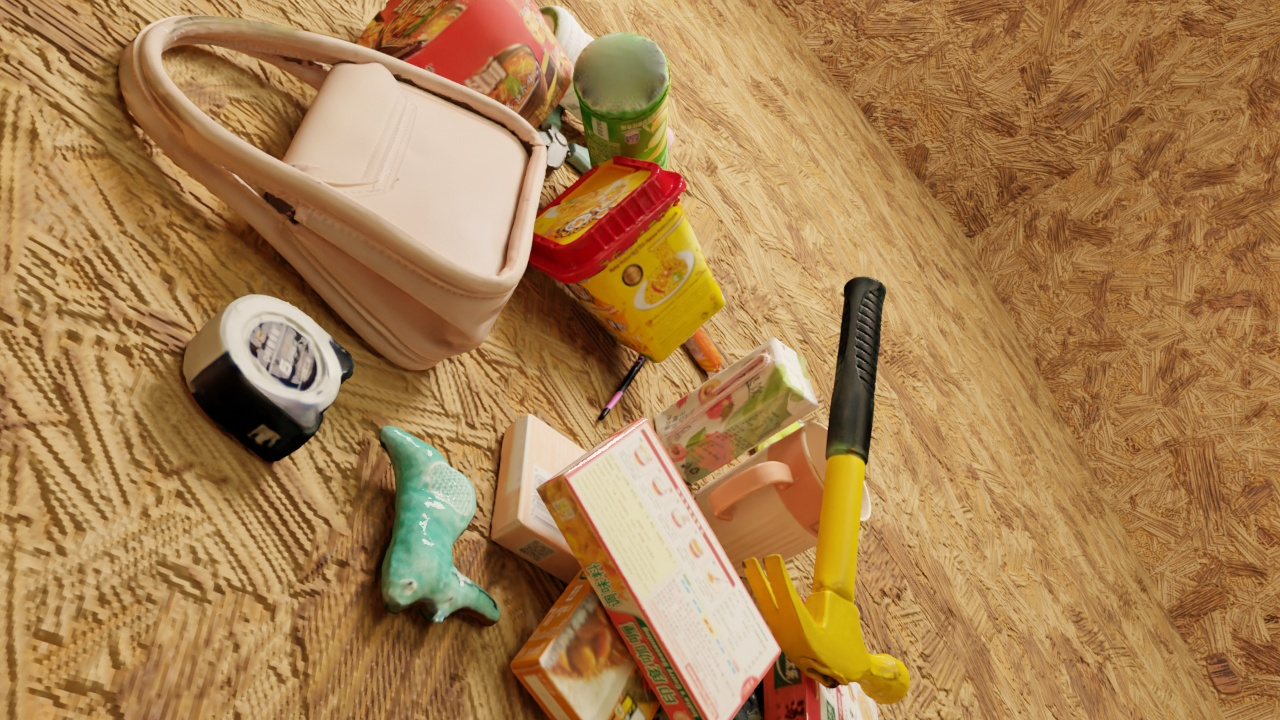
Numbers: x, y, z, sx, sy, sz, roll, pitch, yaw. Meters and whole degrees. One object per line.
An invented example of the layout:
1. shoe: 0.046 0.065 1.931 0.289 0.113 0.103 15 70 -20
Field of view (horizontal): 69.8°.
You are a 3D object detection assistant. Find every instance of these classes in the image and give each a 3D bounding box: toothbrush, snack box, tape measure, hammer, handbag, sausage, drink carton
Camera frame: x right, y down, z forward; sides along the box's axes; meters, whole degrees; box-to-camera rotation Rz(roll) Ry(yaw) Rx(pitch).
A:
1. toothbrush: -0.004 0.004 0.731 0.018 0.014 0.188 43 27 -3
2. snack box: -0.004 0.140 0.508 0.075 0.026 0.153 56 40 -12
3. snack box: -0.022 0.106 0.564 0.157 0.026 0.084 39 31 -30
4. snack box: 0.116 0.241 0.598 0.127 0.044 0.113 54 24 -26
5. tape measure: -0.172 0.004 0.422 0.066 0.034 0.065 47 25 -21
6. hammer: 0.140 0.067 0.623 0.128 0.033 0.299 33 54 -27
7. snack box: 0.013 0.115 0.493 0.076 0.027 0.156 -32 93 -49
8. handbag: -0.173 -0.119 0.529 0.234 0.094 0.193 31 34 -26
9. sausage: 0.026 -0.054 0.840 0.165 0.021 0.021 55 26 -1
10. drink carton: 0.068 0.038 0.688 0.045 0.123 0.053 32 35 -36

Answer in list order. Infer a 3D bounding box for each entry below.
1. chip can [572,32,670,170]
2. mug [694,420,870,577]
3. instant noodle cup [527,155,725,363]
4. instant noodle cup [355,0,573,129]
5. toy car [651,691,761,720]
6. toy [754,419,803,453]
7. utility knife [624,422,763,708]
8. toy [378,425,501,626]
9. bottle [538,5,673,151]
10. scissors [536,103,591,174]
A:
1. chip can: -0.011 -0.181 0.753 0.072 0.072 0.221 61 -5 12
2. mug: 0.096 0.103 0.677 0.114 0.106 0.081 18 44 -51
3. instant noodle cup: -0.007 -0.073 0.692 0.124 0.116 0.116 55 -13 -30
4. instant noodle cup: -0.123 -0.223 0.671 0.108 0.138 0.137 45 26 -37
5. toy car: 0.040 0.204 0.546 0.054 0.037 0.120 66 18 14
6. toy: 0.134 0.078 0.858 0.100 0.031 0.096 20 42 -43
7. utility knife: 0.039 0.137 0.643 0.033 0.015 0.216 6 54 -61
8. toy: -0.101 0.089 0.451 0.096 0.030 0.091 46 31 -35
9. bottle: -0.038 -0.257 0.886 0.196 0.068 0.068 30 35 -49
10. scissors: -0.059 -0.203 0.877 0.171 0.019 0.176 42 27 -27
